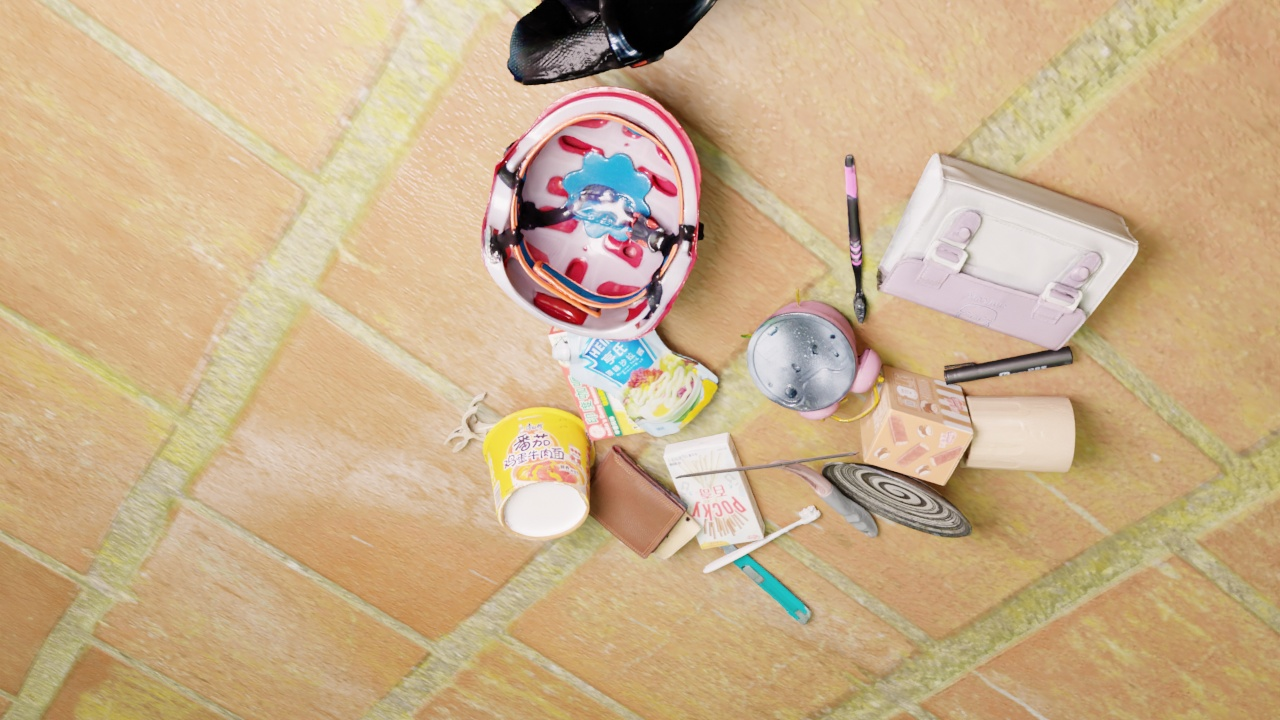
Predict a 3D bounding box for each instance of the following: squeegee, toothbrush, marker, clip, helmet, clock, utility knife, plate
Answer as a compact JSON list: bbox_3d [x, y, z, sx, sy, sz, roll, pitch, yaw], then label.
[{"bbox_3d":[0.214,0.156,1.093,0.248,0.040,0.249,-15,143,43],"label":"squeegee"},{"bbox_3d":[0.223,-0.122,0.953,0.014,0.017,0.189,-4,120,15],"label":"toothbrush"},{"bbox_3d":[0.399,0.005,1.001,0.132,0.020,0.022,-11,90,18],"label":"marker"},{"bbox_3d":[-0.200,0.090,1.159,0.092,0.034,0.103,23,128,-3],"label":"clip"},{"bbox_3d":[-0.024,-0.351,0.706,0.230,0.274,0.234,-24,130,-6],"label":"helmet"},{"bbox_3d":[0.192,0.005,0.999,0.158,0.059,0.117,46,123,-3],"label":"clock"},{"bbox_3d":[-0.039,-0.153,0.910,0.207,0.143,0.240,21,110,-4],"label":"helmet"},{"bbox_3d":[0.153,0.233,1.188,0.180,0.016,0.016,-33,102,22],"label":"toothbrush"},{"bbox_3d":[0.154,0.286,1.229,0.216,0.013,0.029,43,117,-12],"label":"utility knife"},{"bbox_3d":[0.298,0.155,1.063,0.179,0.024,0.180,27,164,8],"label":"plate"}]

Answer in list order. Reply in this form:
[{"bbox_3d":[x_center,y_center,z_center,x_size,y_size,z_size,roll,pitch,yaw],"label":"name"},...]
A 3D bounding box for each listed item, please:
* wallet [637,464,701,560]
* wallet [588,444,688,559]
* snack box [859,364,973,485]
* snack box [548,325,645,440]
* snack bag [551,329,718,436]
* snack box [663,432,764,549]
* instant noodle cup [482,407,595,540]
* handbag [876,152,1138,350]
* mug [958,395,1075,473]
[{"bbox_3d":[0.012,0.198,1.179,0.115,0.024,0.087,44,124,2],"label":"wallet"},{"bbox_3d":[-0.011,0.178,1.151,0.124,0.032,0.101,39,123,8],"label":"wallet"},{"bbox_3d":[0.302,0.071,1.015,0.094,0.092,0.077,16,122,0],"label":"snack box"},{"bbox_3d":[-0.046,0.022,1.089,0.077,0.027,0.156,-11,120,16],"label":"snack box"},{"bbox_3d":[-0.006,0.006,1.040,0.110,0.038,0.191,-40,119,20],"label":"snack bag"},{"bbox_3d":[0.094,0.166,1.154,0.085,0.026,0.157,-13,117,18],"label":"snack box"},{"bbox_3d":[-0.120,0.142,1.109,0.138,0.109,0.138,-6,132,-6],"label":"instant noodle cup"},{"bbox_3d":[0.351,-0.100,0.900,0.197,0.098,0.145,18,129,-1],"label":"handbag"},{"bbox_3d":[0.415,0.090,1.024,0.103,0.084,0.125,1,149,11],"label":"mug"}]
